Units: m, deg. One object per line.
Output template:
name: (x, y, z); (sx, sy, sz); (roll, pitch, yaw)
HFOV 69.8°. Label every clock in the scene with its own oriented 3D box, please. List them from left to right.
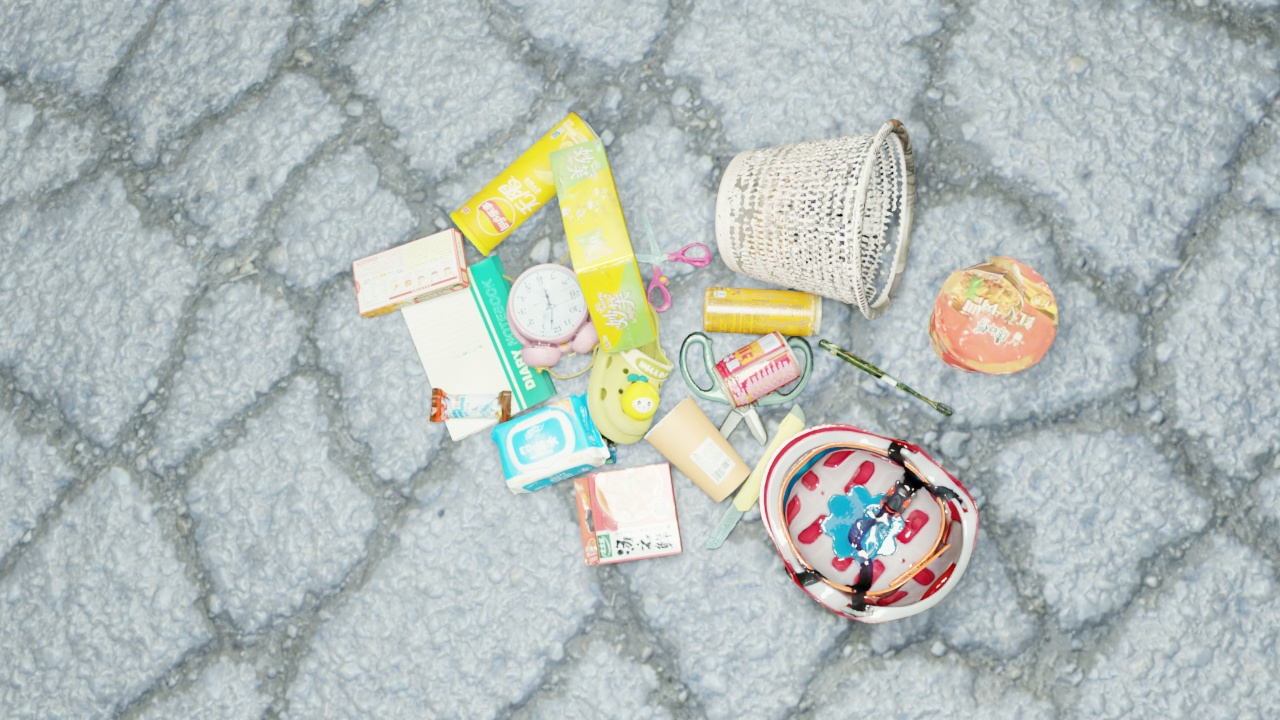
clock: (-0.109, -0.051, 1.173); (0.117, 0.060, 0.158); (-20, 81, -4)

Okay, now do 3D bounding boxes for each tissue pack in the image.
tissue pack: (-0.114, 0.104, 1.148); (0.140, 0.063, 0.090); (-21, 73, 8)

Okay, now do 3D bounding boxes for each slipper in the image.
slipper: (-0.007, 0.007, 1.135); (0.091, 0.082, 0.190); (18, 71, -31)

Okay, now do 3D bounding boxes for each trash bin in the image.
trash bin: (0.203, -0.171, 1.092); (0.192, 0.227, 0.227); (9, 82, 29)

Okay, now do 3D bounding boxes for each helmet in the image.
helmet: (0.260, 0.191, 1.072); (0.240, 0.144, 0.207); (39, 87, 23)

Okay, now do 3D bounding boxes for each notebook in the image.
notebook: (-0.216, -0.018, 1.209); (0.150, 0.012, 0.209); (-24, 80, 1)

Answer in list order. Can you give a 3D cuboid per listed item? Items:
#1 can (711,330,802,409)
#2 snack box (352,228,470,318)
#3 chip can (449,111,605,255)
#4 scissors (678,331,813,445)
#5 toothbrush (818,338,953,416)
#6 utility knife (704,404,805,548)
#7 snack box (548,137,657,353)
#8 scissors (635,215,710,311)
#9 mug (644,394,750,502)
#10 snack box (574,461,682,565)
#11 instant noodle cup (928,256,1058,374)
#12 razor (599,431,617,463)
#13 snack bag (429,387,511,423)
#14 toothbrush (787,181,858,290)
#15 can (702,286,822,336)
can: (0.141, 0.013, 1.124); (0.094, 0.066, 0.066); (-28, 80, 0)
snack box: (-0.302, -0.114, 1.203); (0.156, 0.027, 0.077); (-15, 76, 16)
chip can: (-0.146, -0.231, 1.201); (0.213, 0.072, 0.072); (-40, 81, -1)
scissors: (0.142, 0.016, 1.167); (0.179, 0.019, 0.170); (-31, 79, -1)
toothbrush: (0.307, 0.021, 1.150); (0.186, 0.017, 0.012); (30, 88, 9)
utility knife: (0.146, 0.149, 1.146); (0.031, 0.022, 0.213); (35, 80, -10)
snack box: (-0.045, -0.137, 1.099); (0.070, 0.158, 0.209); (-16, 53, 1)
scissors: (0.030, -0.131, 1.200); (0.135, 0.017, 0.133); (-16, 77, 6)
mug: (0.074, 0.112, 1.134); (0.078, 0.078, 0.123); (-44, 85, -2)
snack box: (-0.018, 0.192, 1.144); (0.127, 0.044, 0.113); (-10, 81, 4)
instant noodle cup: (0.413, -0.043, 1.103); (0.138, 0.108, 0.138); (-1, 82, 5)
razor: (-0.045, 0.061, 1.176); (0.043, 0.022, 0.142); (-4, 84, 34)
snack bag: (-0.217, 0.059, 1.177); (0.104, 0.026, 0.048); (4, 94, 6)
toothbrush: (0.236, -0.154, 1.183); (0.014, 0.016, 0.189); (33, 87, 13)
can: (0.152, -0.061, 1.156); (0.146, 0.058, 0.058); (3, 82, 5)
